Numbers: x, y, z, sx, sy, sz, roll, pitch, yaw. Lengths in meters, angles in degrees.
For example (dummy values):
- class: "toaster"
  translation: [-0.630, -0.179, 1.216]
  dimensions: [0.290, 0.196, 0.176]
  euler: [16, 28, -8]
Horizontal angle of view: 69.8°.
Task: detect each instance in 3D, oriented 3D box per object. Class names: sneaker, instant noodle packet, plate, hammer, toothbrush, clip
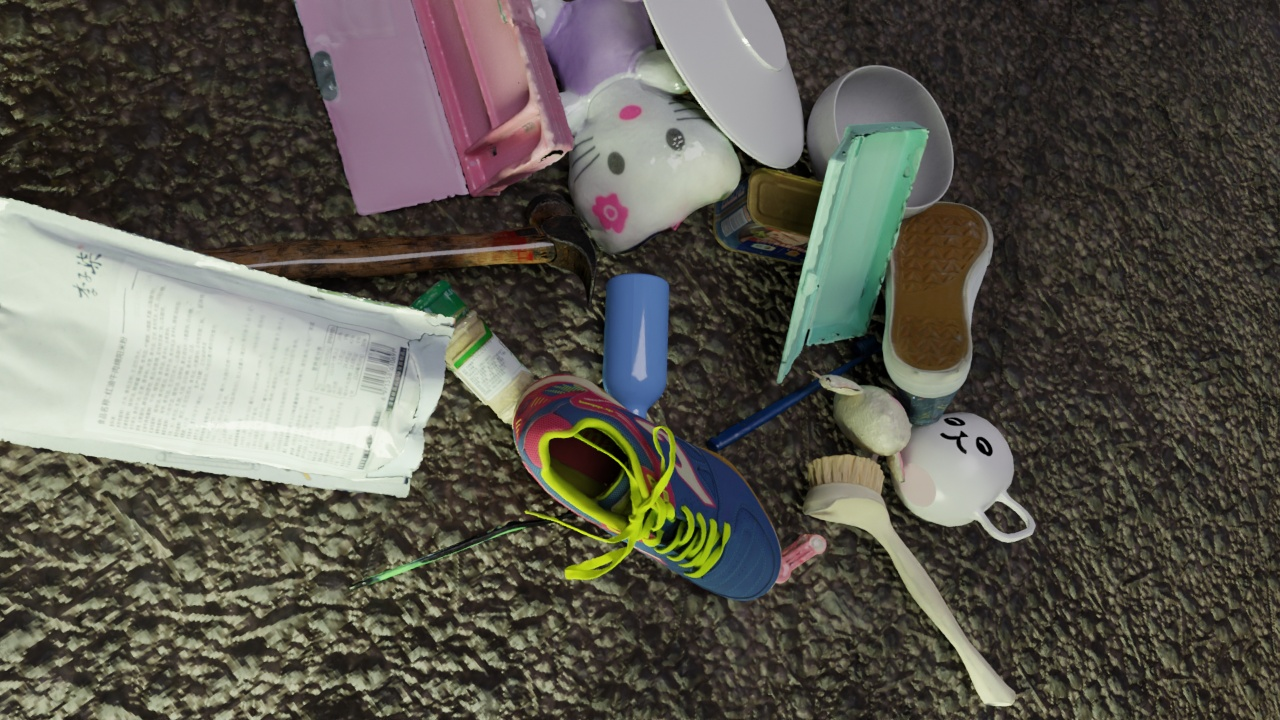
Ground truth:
- class: "sneaker"
  translation: [0.243, -0.045, 0.774]
  dimensions: [0.087, 0.079, 0.234]
  euler: [10, 47, 16]
- class: "instant noodle packet"
  translation: [-0.261, 0.003, 0.565]
  dimensions: [0.269, 0.057, 0.147]
  euler: [14, 105, -19]
- class: "plate"
  translation: [0.077, -0.261, 0.718]
  dimensions: [0.229, 0.030, 0.229]
  euler: [32, 46, -40]
- class: "hammer"
  translation: [-0.192, -0.063, 0.603]
  dimensions: [0.329, 0.120, 0.033]
  euler: [-7, 127, -18]
- class: "toothbrush"
  translation: [-0.109, 0.121, 0.635]
  dimensions: [0.187, 0.014, 0.017]
  euler: [-16, 73, -24]
- class: "clip"
  translation: [0.116, 0.155, 0.723]
  dimensions: [0.059, 0.041, 0.023]
  euler: [-26, 86, -14]
- class: "toothbrush"
  translation: [0.129, 0.024, 0.752]
  dimensions: [0.189, 0.016, 0.017]
  euler: [-29, 83, -25]
- class: "sneaker"
  translation: [0.011, 0.107, 0.628]
  dimensions: [0.241, 0.091, 0.116]
  euler: [37, 96, -21]

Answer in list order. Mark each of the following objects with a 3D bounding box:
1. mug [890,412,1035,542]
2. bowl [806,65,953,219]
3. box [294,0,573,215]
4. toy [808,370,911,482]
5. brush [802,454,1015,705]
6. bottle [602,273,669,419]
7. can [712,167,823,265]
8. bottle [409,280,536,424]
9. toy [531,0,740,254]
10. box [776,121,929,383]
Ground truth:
- class: "mug"
  translation: [0.259, 0.100, 0.739]
  dimensions: [0.076, 0.090, 0.124]
  euler: [-19, 51, -33]
- class: "bowl"
  translation: [0.199, -0.181, 0.794]
  dimensions: [0.131, 0.064, 0.131]
  euler: [6, 75, -26]
- class: "box"
  translation: [-0.153, -0.232, 0.671]
  dimensions: [0.173, 0.075, 0.233]
  euler: [-16, 86, 7]
- class: "toy"
  translation: [0.180, 0.045, 0.731]
  dimensions: [0.050, 0.087, 0.112]
  euler: [-29, 102, -6]
- class: "brush"
  translation: [0.222, 0.181, 0.741]
  dimensions: [0.272, 0.062, 0.077]
  euler: [51, 59, -11]
- class: "bottle"
  translation: [-0.004, 0.004, 0.683]
  dimensions: [0.048, 0.048, 0.131]
  euler: [7, 77, -21]
- class: "can"
  translation: [0.116, -0.117, 0.752]
  dimensions: [0.099, 0.059, 0.054]
  euler: [9, 76, -20]
- class: "bottle"
  translation: [-0.115, -0.004, 0.642]
  dimensions: [0.110, 0.043, 0.042]
  euler: [47, 66, -8]
- class: "toy"
  translation: [-0.015, -0.189, 0.697]
  dimensions: [0.137, 0.085, 0.209]
  euler: [-21, 85, 1]
- class: "box"
  translation: [0.151, -0.084, 0.702]
  dimensions: [0.137, 0.187, 0.056]
  euler: [-21, 43, -38]
